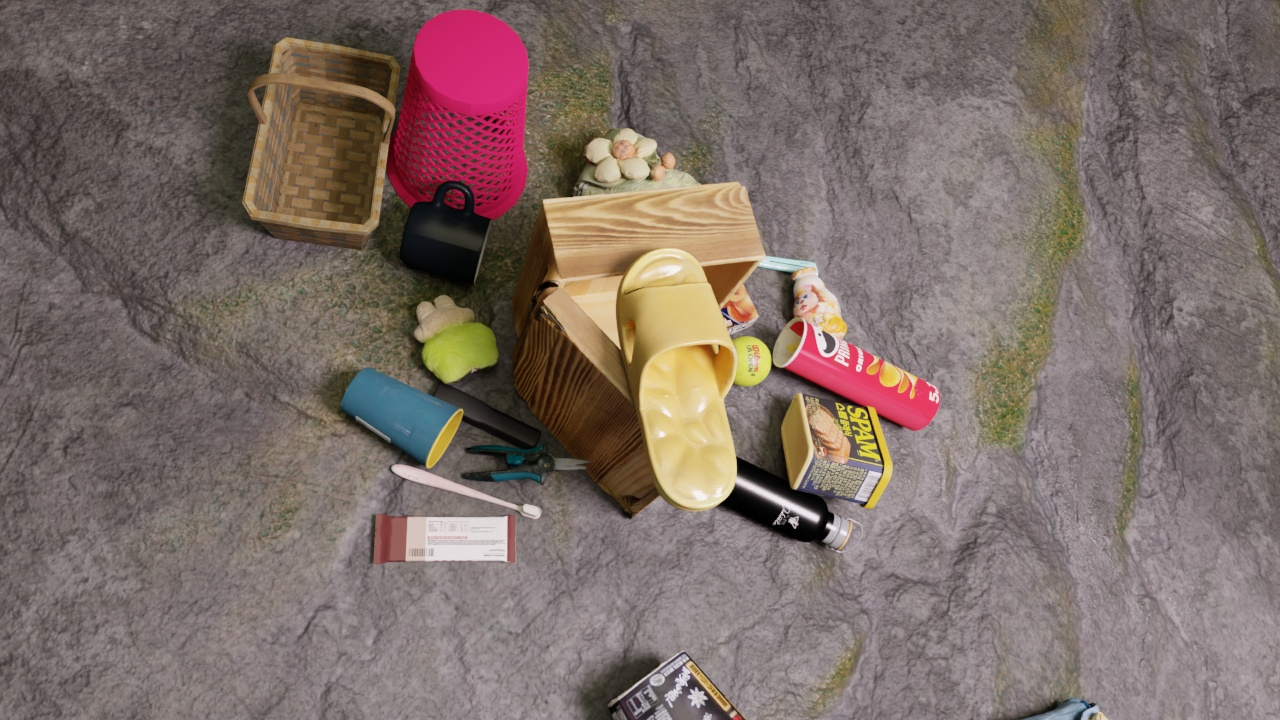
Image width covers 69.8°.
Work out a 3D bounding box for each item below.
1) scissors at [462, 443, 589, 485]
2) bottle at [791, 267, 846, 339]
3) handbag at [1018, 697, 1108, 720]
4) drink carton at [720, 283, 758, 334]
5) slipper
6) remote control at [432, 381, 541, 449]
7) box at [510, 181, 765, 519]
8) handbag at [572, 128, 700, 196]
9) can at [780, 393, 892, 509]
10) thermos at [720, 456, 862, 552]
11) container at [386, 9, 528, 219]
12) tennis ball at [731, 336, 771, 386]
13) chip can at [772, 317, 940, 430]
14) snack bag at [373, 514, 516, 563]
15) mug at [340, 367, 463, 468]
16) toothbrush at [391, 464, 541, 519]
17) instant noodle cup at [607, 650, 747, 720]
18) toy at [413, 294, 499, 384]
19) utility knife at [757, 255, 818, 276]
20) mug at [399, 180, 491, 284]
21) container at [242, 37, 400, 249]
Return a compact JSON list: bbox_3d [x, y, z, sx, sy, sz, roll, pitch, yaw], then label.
[{"bbox_3d":[-0.139,0.116,1.077,0.128,0.019,0.140,-44,71,-10],"label":"scissors"},{"bbox_3d":[0.236,-0.071,1.242,0.063,0.063,0.108,-10,73,-18],"label":"bottle"},{"bbox_3d":[0.495,0.474,1.082,0.191,0.119,0.121,-3,71,-22],"label":"handbag"},{"bbox_3d":[0.100,-0.099,1.224,0.064,0.040,0.130,-21,78,-15],"label":"drink carton"},{"bbox_3d":[0.038,0.007,0.853,0.099,0.079,0.263,-4,72,-14],"label":"slipper"},{"bbox_3d":[-0.185,0.068,1.104,0.136,0.015,0.032,26,66,-4],"label":"remote control"},{"bbox_3d":[-0.021,0.009,1.029,0.281,0.280,0.315,-7,74,-17],"label":"box"},{"bbox_3d":[0.009,-0.237,1.212,0.186,0.117,0.113,28,66,-2],"label":"handbag"},{"bbox_3d":[0.240,0.110,1.145,0.104,0.075,0.135,13,34,-8],"label":"can"},{"bbox_3d":[0.168,0.176,1.134,0.231,0.061,0.061,26,66,-5],"label":"thermos"},{"bbox_3d":[-0.214,-0.298,1.114,0.183,0.226,0.183,5,69,-13],"label":"container"},{"bbox_3d":[0.136,0.001,1.187,0.065,0.065,0.065,5,69,-13],"label":"tennis ball"},{"bbox_3d":[0.283,0.020,1.197,0.220,0.069,0.069,25,66,-17],"label":"chip can"},{"bbox_3d":[-0.221,0.203,1.046,0.157,0.013,0.057,2,72,-14],"label":"snack bag"},{"bbox_3d":[-0.276,0.062,1.053,0.121,0.078,0.078,28,66,2],"label":"mug"},{"bbox_3d":[-0.202,0.152,1.069,0.181,0.018,0.015,19,66,-7],"label":"toothbrush"},{"bbox_3d":[0.036,0.388,0.989,0.137,0.137,0.112,-30,72,-23],"label":"instant noodle cup"},{"bbox_3d":[-0.228,-0.028,1.113,0.092,0.046,0.115,-26,72,-23],"label":"toy"},{"bbox_3d":[0.161,-0.138,1.276,0.179,0.016,0.022,8,69,-9],"label":"utility knife"},{"bbox_3d":[-0.235,-0.162,1.121,0.094,0.122,0.085,15,28,-9],"label":"mug"},{"bbox_3d":[-0.371,-0.269,1.083,0.157,0.187,0.249,7,69,-13],"label":"container"}]
